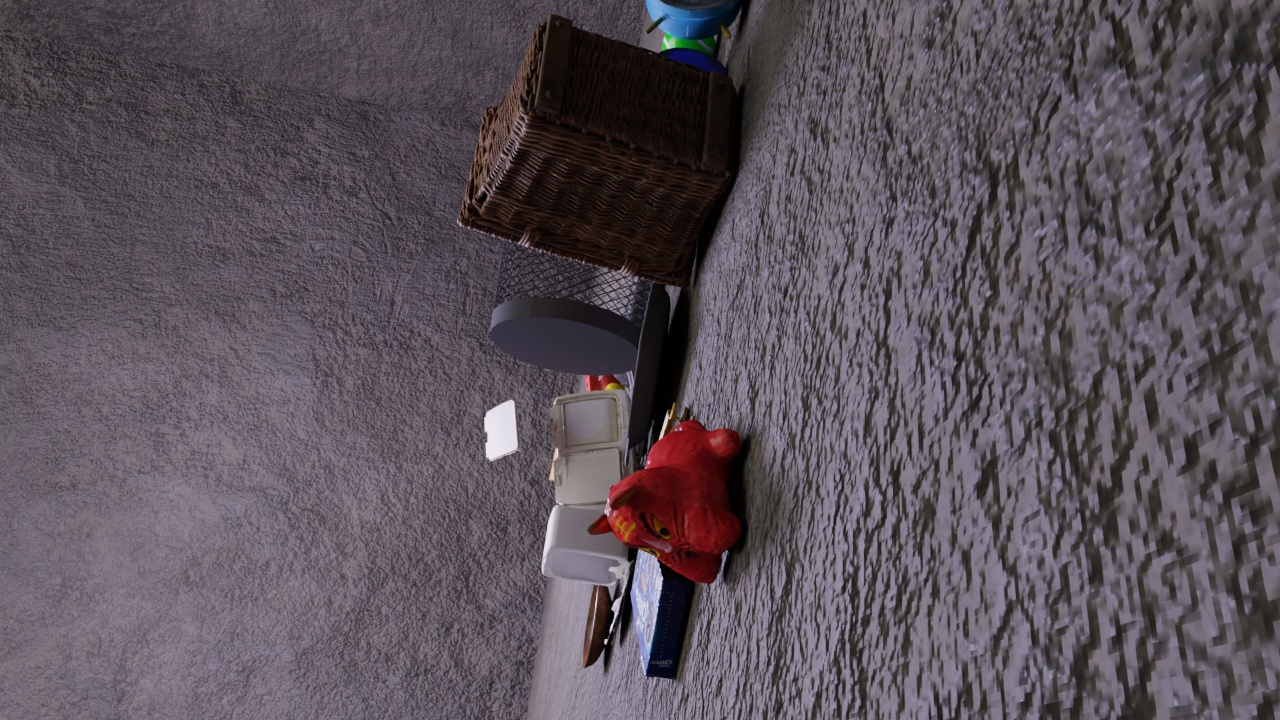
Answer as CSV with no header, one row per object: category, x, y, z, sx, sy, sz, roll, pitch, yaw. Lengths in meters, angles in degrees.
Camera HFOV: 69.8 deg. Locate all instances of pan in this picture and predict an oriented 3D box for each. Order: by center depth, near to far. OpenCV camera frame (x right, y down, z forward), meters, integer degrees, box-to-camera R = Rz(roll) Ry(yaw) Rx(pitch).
pan,0.022,-0.054,1.038,0.217,0.024,0.354,88,-169,-75
pan,-0.007,0.007,1.232,0.355,0.055,0.188,-80,6,-47

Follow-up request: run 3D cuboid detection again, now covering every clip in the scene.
clip,0.029,0.060,0.845,0.049,0.044,0.054,-120,32,-41

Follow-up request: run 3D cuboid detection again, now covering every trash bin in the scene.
trash bin,-0.074,-0.120,1.152,0.218,0.217,0.227,116,164,-69

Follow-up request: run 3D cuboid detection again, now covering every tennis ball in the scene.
tennis ball,0.059,-0.383,1.123,0.065,0.065,0.065,-172,92,-84

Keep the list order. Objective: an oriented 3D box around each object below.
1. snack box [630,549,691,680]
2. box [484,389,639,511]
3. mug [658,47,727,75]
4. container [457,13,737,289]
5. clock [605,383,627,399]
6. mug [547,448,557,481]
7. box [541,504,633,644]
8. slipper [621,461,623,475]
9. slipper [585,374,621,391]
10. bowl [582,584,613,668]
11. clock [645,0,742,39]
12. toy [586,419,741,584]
snack box,0.014,0.191,0.765,0.150,0.027,0.082,-115,35,-80
box,-0.098,0.107,1.075,0.070,0.186,0.143,72,-169,-70
mug,0.034,-0.282,1.003,0.079,0.111,0.084,50,144,29
container,-0.029,-0.207,0.901,0.184,0.249,0.162,127,153,-57
clock,-0.051,0.081,1.348,0.119,0.057,0.083,-37,38,23
mug,-0.080,0.154,1.448,0.123,0.101,0.094,22,-103,-54
box,-0.057,0.253,1.052,0.109,0.121,0.136,109,171,-58
slipper,-0.061,0.198,1.190,0.106,0.055,0.222,-57,8,-32
slipper,-0.061,0.050,1.576,0.103,0.059,0.248,140,125,-82
bowl,-0.051,0.329,1.150,0.102,0.026,0.114,-109,29,-79
clock,0.059,-0.410,0.965,0.060,0.117,0.161,83,-166,-67
toy,0.018,0.076,0.620,0.132,0.094,0.088,-85,8,-53
